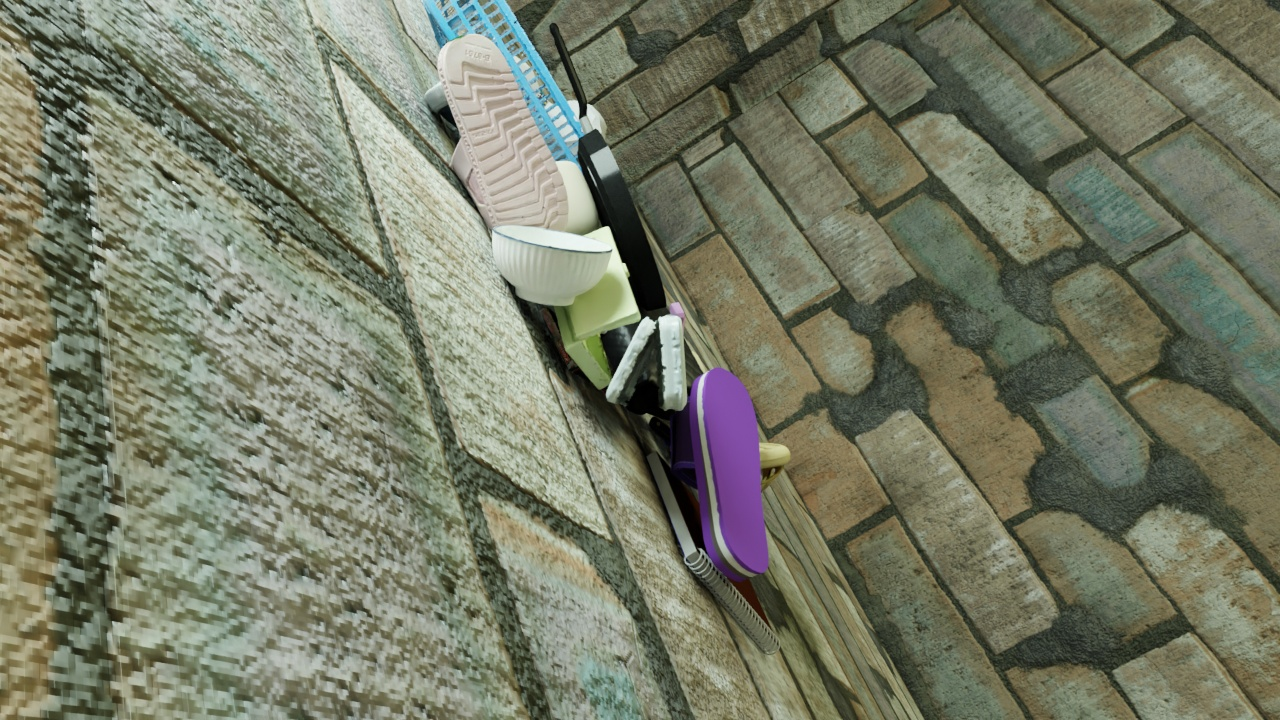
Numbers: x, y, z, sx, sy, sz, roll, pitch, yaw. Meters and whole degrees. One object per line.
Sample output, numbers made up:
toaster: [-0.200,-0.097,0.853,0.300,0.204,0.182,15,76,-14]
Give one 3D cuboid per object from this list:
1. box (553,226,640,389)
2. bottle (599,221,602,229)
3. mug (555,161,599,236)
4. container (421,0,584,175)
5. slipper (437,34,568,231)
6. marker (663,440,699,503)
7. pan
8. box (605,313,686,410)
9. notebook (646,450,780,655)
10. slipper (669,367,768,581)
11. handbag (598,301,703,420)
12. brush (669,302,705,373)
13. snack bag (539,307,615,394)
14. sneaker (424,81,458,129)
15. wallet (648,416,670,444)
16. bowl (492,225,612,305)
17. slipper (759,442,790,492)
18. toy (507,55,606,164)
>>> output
box: [-0.048,-0.054,0.970,0.187,0.091,0.083,-105,177,-53]
bottle: [-0.086,-0.167,1.275,0.071,0.071,0.206,58,8,-7]
mug: [-0.108,-0.169,1.092,0.120,0.096,0.099,-15,77,-43]
container: [-0.179,-0.371,1.284,0.362,0.089,0.257,58,-4,-7]
slipper: [-0.149,-0.217,0.964,0.065,0.094,0.239,-3,-69,55]
marker: [0.063,0.140,1.209,0.027,0.023,0.133,4,52,-54]
pan: [-0.048,-0.224,1.089,0.225,0.034,0.356,-133,-159,-83]
box: [0.029,0.006,0.957,0.083,0.122,0.215,30,3,4]
notebook: [0.084,0.220,1.041,0.209,0.022,0.171,53,8,-36]
slipper: [0.074,0.127,1.024,0.107,0.084,0.265,38,35,-35]
handbag: [-0.006,0.007,1.151,0.125,0.115,0.153,12,45,-46]
brush: [0.064,0.012,1.277,0.089,0.043,0.229,-114,-164,-45]
snack bag: [-0.061,-0.006,0.999,0.074,0.018,0.155,62,8,21]
sneaker: [-0.185,-0.286,1.075,0.087,0.089,0.235,62,3,-6]
wallet: [0.072,0.093,1.208,0.072,0.019,0.122,37,22,29]
bowl: [-0.090,-0.091,0.902,0.118,0.118,0.062,-89,-170,-76]
slipper: [0.134,0.154,1.255,0.261,0.111,0.079,164,-84,-82]
toy: [-0.140,-0.382,1.502,0.247,0.140,0.267,32,-13,44]
